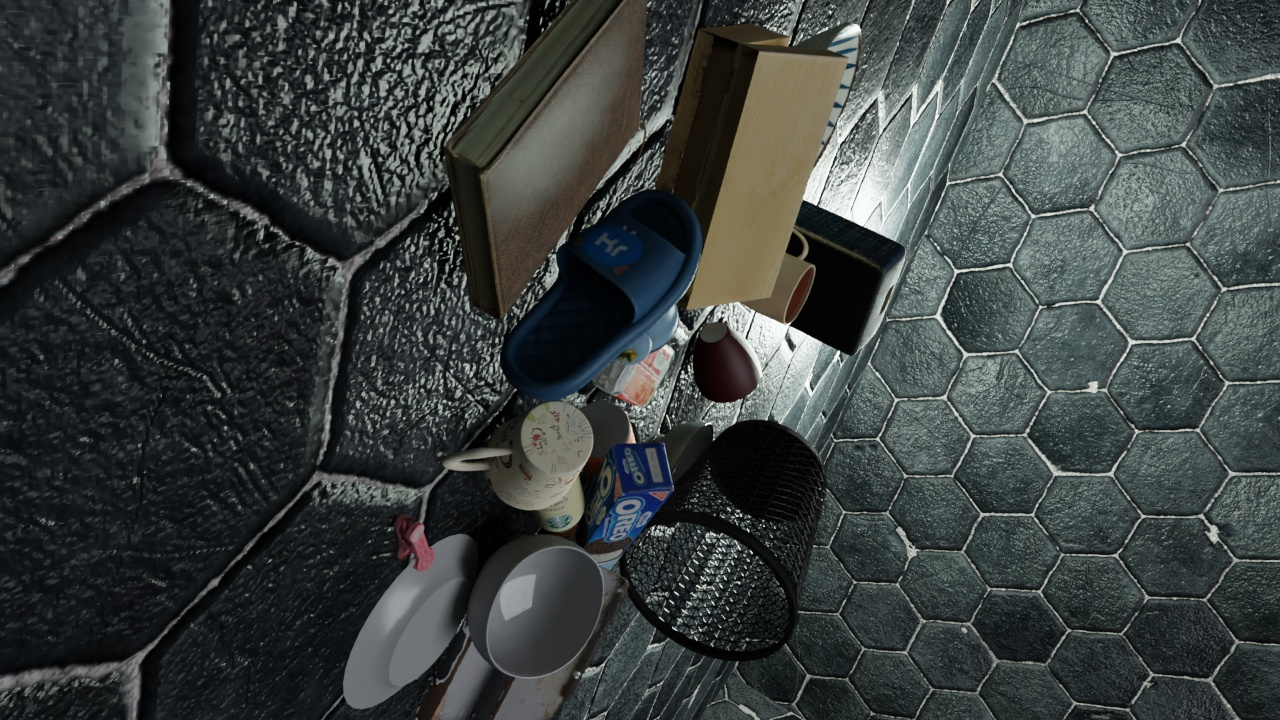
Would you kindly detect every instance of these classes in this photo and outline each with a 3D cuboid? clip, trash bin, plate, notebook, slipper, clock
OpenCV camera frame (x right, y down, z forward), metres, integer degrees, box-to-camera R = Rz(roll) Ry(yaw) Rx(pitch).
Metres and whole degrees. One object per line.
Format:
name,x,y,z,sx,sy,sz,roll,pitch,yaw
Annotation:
clip,-0.175,0.146,0.719,0.022,0.038,0.059,-46,151,-33
trash bin,0.123,0.207,1.153,0.242,0.217,0.217,-50,158,-49
plate,-0.193,0.236,0.816,0.172,0.019,0.173,-51,157,-31
notebook,-0.054,-0.137,0.627,0.214,0.034,0.190,-60,166,-30
slipper,-0.029,-0.058,0.733,0.213,0.104,0.059,-52,156,-18
clock,-0.018,-0.041,0.799,0.124,0.089,0.052,-52,154,-35

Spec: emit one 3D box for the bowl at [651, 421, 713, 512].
bowl,0.037,0.140,1.223,0.150,0.057,0.151,-51,157,-32

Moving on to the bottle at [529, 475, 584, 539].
bottle,-0.085,0.125,0.891,0.056,0.056,0.162,-53,158,-27

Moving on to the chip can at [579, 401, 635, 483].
chip can,-0.030,0.118,1.011,0.062,0.062,0.210,-56,159,-21

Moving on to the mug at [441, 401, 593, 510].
mug,-0.099,0.074,0.741,0.097,0.121,0.081,136,-51,-63

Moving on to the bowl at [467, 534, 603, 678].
bowl,-0.105,0.226,0.868,0.131,0.064,0.132,-11,108,-37

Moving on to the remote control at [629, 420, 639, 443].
remote control,-0.017,0.091,1.048,0.010,0.039,0.125,-45,162,-18

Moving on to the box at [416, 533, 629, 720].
box,-0.115,0.298,0.942,0.153,0.058,0.216,28,88,-34

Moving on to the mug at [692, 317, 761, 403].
mug,0.106,-0.016,1.186,0.088,0.087,0.113,66,23,-44

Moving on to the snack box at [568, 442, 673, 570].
snack box,-0.031,0.161,0.960,0.059,0.059,0.227,1,147,-21

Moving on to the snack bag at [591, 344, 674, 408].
snack bag,-0.006,0.006,0.968,0.077,0.036,0.116,-62,161,-1

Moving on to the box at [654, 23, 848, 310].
box,0.092,-0.175,0.865,0.140,0.123,0.249,-39,149,-56

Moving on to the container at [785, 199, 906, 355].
container,0.224,-0.111,1.176,0.071,0.187,0.146,-40,150,-41

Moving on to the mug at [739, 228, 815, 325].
mug,0.155,-0.114,1.122,0.085,0.104,0.111,-7,121,-68

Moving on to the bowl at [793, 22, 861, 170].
bowl,0.164,-0.280,0.977,0.176,0.071,0.178,-51,158,-30
